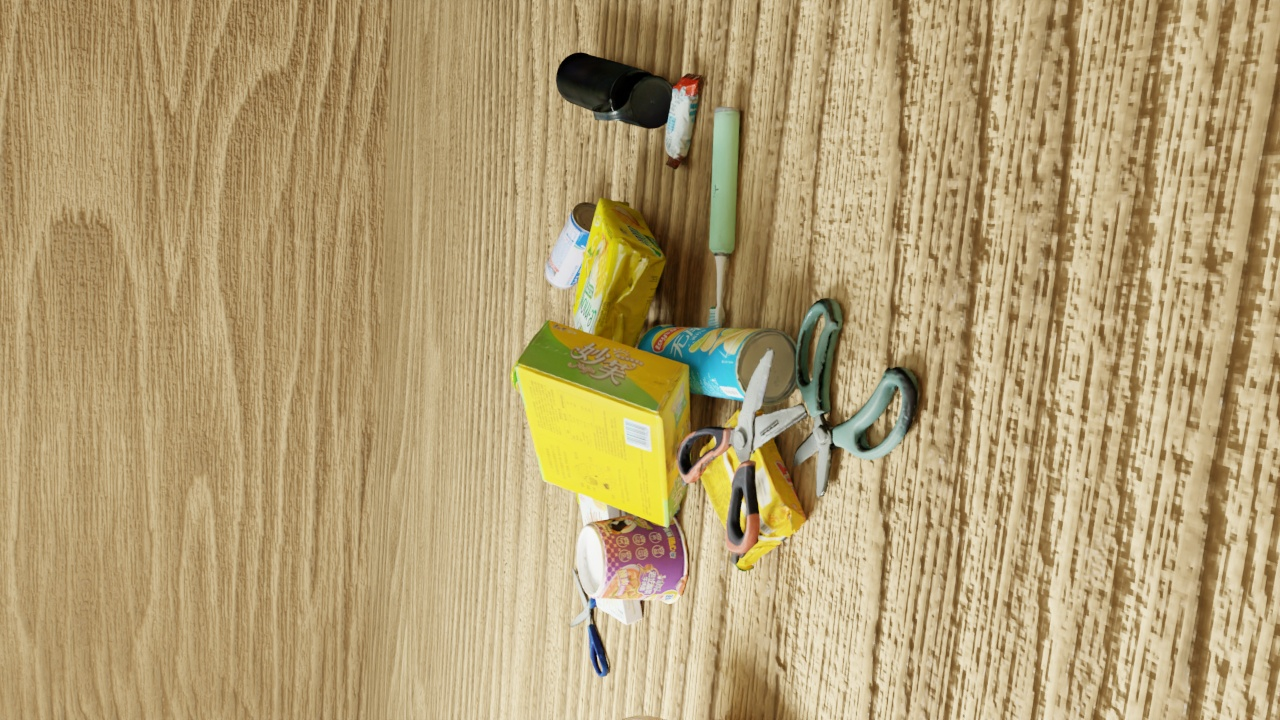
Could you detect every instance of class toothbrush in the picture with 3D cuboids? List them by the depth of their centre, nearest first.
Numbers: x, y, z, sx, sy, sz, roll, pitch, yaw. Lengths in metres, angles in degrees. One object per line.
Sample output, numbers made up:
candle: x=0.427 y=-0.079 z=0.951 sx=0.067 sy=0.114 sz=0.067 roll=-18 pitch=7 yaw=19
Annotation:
toothbrush: x=0.084 y=-0.143 z=0.929 sx=0.027 sy=0.026 sz=0.224 roll=5 pitch=95 yaw=43

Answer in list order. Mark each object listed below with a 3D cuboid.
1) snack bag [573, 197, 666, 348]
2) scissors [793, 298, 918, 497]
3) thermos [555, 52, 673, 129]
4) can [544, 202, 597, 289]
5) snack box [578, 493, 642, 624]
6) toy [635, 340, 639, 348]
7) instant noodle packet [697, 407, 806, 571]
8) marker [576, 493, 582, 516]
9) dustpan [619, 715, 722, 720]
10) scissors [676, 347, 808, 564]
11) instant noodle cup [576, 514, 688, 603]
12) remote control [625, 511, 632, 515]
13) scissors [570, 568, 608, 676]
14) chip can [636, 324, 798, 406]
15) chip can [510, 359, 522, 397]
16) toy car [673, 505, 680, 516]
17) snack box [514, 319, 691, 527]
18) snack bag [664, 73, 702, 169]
snack bag: x=-0.027 y=-0.086 z=1.053 sx=0.246 sy=0.068 sz=0.158 roll=-105 pitch=28 yaw=-67
scissors: x=0.171 y=0.034 z=0.749 sx=0.181 sy=0.019 sz=0.170 roll=9 pitch=96 yaw=64
thermos: x=-0.045 y=-0.332 z=1.131 sx=0.242 sy=0.090 sz=0.068 roll=-136 pitch=30 yaw=-58
can: x=-0.090 y=-0.155 z=1.264 sx=0.135 sy=0.053 sz=0.053 roll=126 pitch=137 yaw=-51
snack box: x=-0.038 y=0.241 z=1.141 sx=0.085 sy=0.026 sz=0.157 roll=4 pitch=106 yaw=62
toy: x=-0.007 y=0.006 z=1.103 sx=0.108 sy=0.038 sz=0.084 roll=7 pitch=114 yaw=64
instant noodle packet: x=0.103 y=0.120 z=0.861 sx=0.111 sy=0.044 sz=0.128 roll=-56 pitch=43 yaw=46
marker: x=-0.073 y=0.211 z=1.219 sx=0.018 sy=0.015 sz=0.124 roll=125 pitch=138 yaw=-62
dustpan: x=0.054 y=0.453 z=0.848 sx=0.274 sy=0.138 sz=0.222 roll=-178 pitch=90 yaw=-65
scissors: x=0.085 y=0.083 z=0.808 sx=0.189 sy=0.015 sz=0.226 roll=25 pitch=120 yaw=58
instant noodle cup: x=-0.014 y=0.223 z=1.044 sx=0.112 sy=0.099 sz=0.111 roll=-178 pitch=90 yaw=-64
remote control: x=-0.037 y=0.201 z=1.185 sx=0.136 sy=0.020 sz=0.056 roll=178 pitch=93 yaw=-65
scissors: x=-0.068 y=0.346 z=1.258 sx=0.173 sy=0.012 sz=0.163 roll=-115 pitch=35 yaw=-45
chip can: x=0.070 y=0.001 z=0.902 sx=0.210 sy=0.071 sz=0.071 roll=-175 pitch=86 yaw=-64
chip can: x=-0.122 y=0.063 z=1.308 sx=0.221 sy=0.072 sz=0.073 roll=-134 pitch=50 yaw=-56
toy car: x=0.019 y=0.142 z=1.045 sx=0.034 sy=0.043 sz=0.090 roll=-45 pitch=34 yaw=10
snack box: x=-0.032 y=0.068 z=0.940 sx=0.210 sy=0.158 sz=0.069 roll=85 pitch=-151 yaw=-51
snack bag: x=0.045 y=-0.264 z=1.011 sx=0.048 sy=0.026 sz=0.104 roll=-130 pitch=45 yaw=-63
